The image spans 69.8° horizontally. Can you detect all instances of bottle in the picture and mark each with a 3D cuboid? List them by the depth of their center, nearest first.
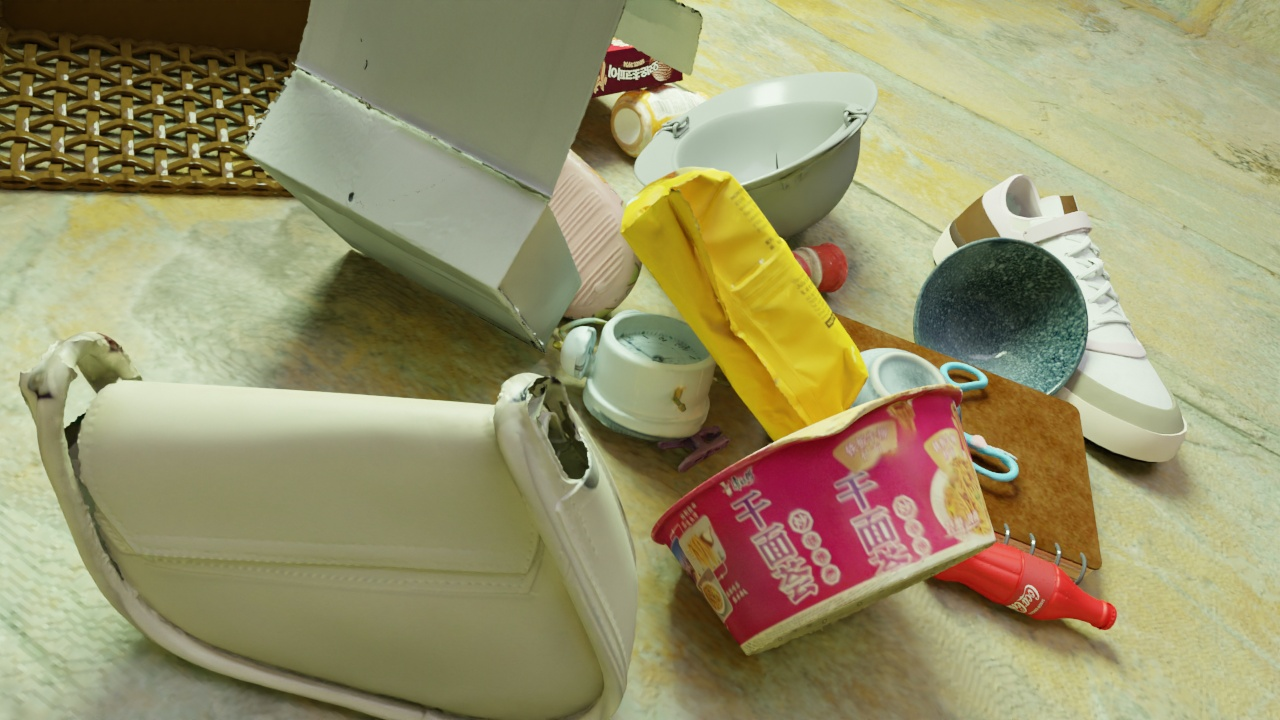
[{"bbox_3d":[0.235,0.137,0.567,0.119,0.036,0.036,22,40,1],"label":"bottle"},{"bbox_3d":[0.117,-0.071,0.747,0.109,0.044,0.044,-10,49,-31],"label":"bottle"},{"bbox_3d":[0.024,-0.229,0.868,0.108,0.063,0.063,-25,58,-42],"label":"bottle"}]

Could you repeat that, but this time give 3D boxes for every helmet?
[{"bbox_3d":[0.109,-0.152,0.785,0.184,0.118,0.270,5,36,31],"label":"helmet"}]

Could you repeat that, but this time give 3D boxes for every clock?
[{"bbox_3d":[-0.004,0.003,0.596,0.118,0.057,0.083,30,33,28],"label":"clock"}]

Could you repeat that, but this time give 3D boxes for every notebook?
[{"bbox_3d":[0.208,0.055,0.648,0.225,0.024,0.167,21,44,0],"label":"notebook"}]

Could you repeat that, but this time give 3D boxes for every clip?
[{"bbox_3d":[0.037,0.056,0.592,0.051,0.013,0.032,-12,51,-37],"label":"clip"}]

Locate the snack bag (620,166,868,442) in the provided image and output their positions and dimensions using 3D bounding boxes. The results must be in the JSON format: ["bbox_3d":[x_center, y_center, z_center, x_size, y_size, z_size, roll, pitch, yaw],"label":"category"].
[{"bbox_3d":[0.060,-0.046,0.557,0.159,0.068,0.247,54,8,-10],"label":"snack bag"}]

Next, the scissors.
[{"bbox_3d":[0.211,0.029,0.649,0.135,0.015,0.129,36,45,12],"label":"scissors"}]

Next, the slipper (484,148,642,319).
[{"bbox_3d":[-0.064,-0.116,0.684,0.197,0.093,0.081,52,17,16],"label":"slipper"}]

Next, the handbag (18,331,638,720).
[{"bbox_3d":[-0.113,0.059,0.405,0.229,0.184,0.131,3,38,3],"label":"handbag"}]

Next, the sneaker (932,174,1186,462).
[{"bbox_3d":[0.370,-0.051,0.775,0.111,0.117,0.293,1,43,-22],"label":"sneaker"}]

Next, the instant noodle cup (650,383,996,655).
[{"bbox_3d":[0.101,0.089,0.472,0.178,0.179,0.077,-10,66,-32],"label":"instant noodle cup"}]

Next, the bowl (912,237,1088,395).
[{"bbox_3d":[0.280,-0.027,0.741,0.137,0.137,0.057,21,0,0],"label":"bowl"}]

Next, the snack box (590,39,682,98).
[{"bbox_3d":[-0.062,-0.272,0.850,0.152,0.036,0.132,17,31,39],"label":"snack box"}]

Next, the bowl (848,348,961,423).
[{"bbox_3d":[0.163,0.030,0.591,0.110,0.055,0.110,6,49,-7],"label":"bowl"}]

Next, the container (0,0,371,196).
[{"bbox_3d":[-0.324,-0.269,0.636,0.251,0.220,0.214,-3,45,-27],"label":"container"}]

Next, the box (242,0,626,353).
[{"bbox_3d":[-0.095,-0.154,0.514,0.167,0.331,0.164,29,31,8],"label":"box"}]
